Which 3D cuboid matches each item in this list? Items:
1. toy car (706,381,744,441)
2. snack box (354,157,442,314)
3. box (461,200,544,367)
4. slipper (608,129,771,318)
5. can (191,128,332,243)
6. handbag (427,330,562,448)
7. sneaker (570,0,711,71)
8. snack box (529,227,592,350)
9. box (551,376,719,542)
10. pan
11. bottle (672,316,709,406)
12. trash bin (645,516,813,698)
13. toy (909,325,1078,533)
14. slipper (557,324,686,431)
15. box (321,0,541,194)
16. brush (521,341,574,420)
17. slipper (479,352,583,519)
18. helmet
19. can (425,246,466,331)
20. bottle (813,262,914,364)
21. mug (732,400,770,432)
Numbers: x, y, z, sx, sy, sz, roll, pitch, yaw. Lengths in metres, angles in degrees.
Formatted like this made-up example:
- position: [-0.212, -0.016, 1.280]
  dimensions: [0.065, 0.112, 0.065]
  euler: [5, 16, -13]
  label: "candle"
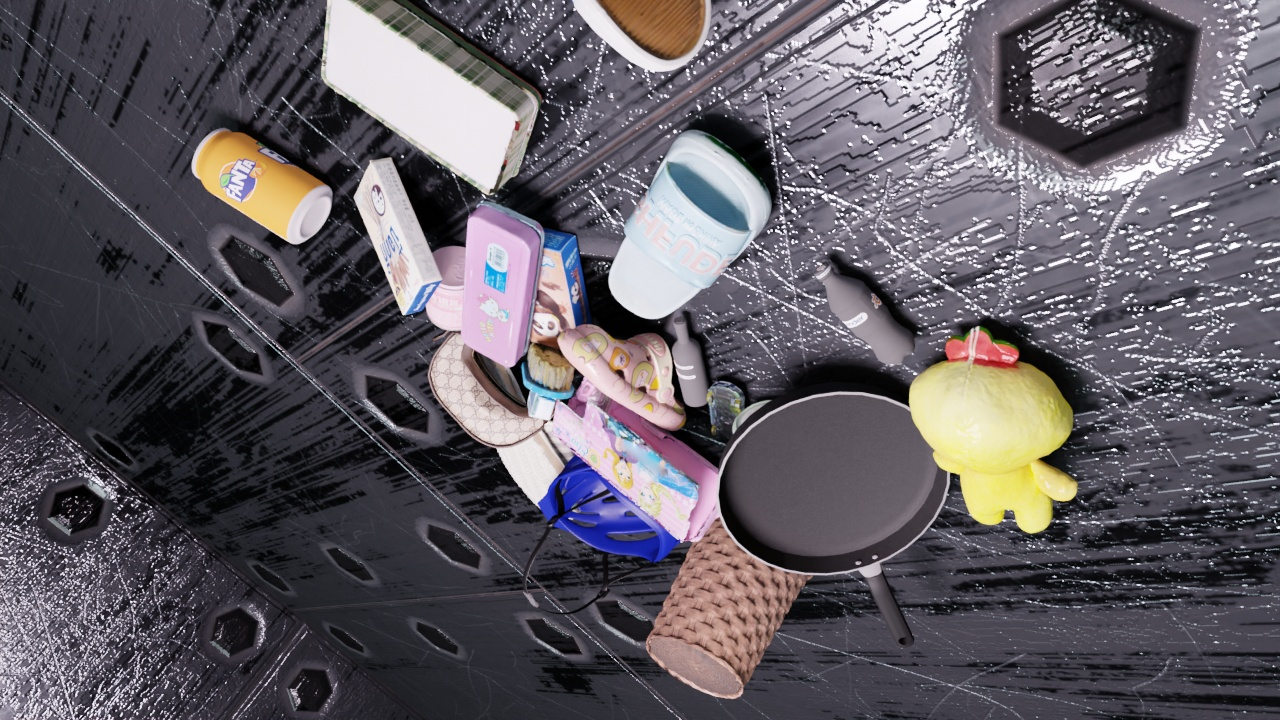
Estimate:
- position: [0.095, 0.054, 0.988]
  dimensions: [0.039, 0.027, 0.090]
  euler: [16, 139, 26]
  label: "toy car"
- position: [-0.263, -0.133, 0.990]
  dimensions: [0.082, 0.026, 0.150]
  euler: [-36, 76, 53]
  label: "snack box"
- position: [-0.146, -0.075, 0.958]
  dimensions: [0.076, 0.036, 0.215]
  euler: [28, 143, 8]
  label: "box"
- position: [0.031, -0.101, 0.819]
  dimensions: [0.104, 0.074, 0.246]
  euler: [35, 146, -3]
  label: "slipper"
- position: [-0.434, -0.201, 1.058]
  dimensions: [0.142, 0.078, 0.079]
  euler: [32, 144, 2]
  label: "can"
- position: [-0.172, 0.018, 1.100]
  dimensions: [0.138, 0.063, 0.166]
  euler: [-39, 97, 13]
  label: "handbag"
- position: [-0.074, -0.316, 0.646]
  dimensions: [0.294, 0.120, 0.127]
  euler: [47, 165, -13]
  label: "sneaker"
- position: [-0.102, -0.076, 0.985]
  dimensions: [0.087, 0.034, 0.151]
  euler: [17, 140, 23]
  label: "snack box"
- position: [-0.012, 0.102, 1.006]
  dimensions: [0.230, 0.084, 0.077]
  euler: [35, -177, 33]
  label: "box"
- position: [0.215, 0.170, 0.933]
  dimensions: [0.226, 0.034, 0.356]
  euler: [-23, 119, 13]
  label: "pan"
- position: [0.050, -0.001, 0.957]
  dimensions: [0.030, 0.030, 0.113]
  euler: [12, 139, 27]
  label: "bottle"
- position: [0.110, 0.277, 1.082]
  dimensions: [0.151, 0.209, 0.151]
  euler: [21, 143, 17]
  label: "trash bin"
- position: [0.303, 0.070, 0.794]
  dimensions: [0.134, 0.092, 0.208]
  euler: [2, 137, 40]
  label: "toy"
- position: [-0.006, 0.006, 0.973]
  dimensions: [0.093, 0.081, 0.197]
  euler: [38, 180, 42]
  label: "slipper"
- position: [-0.193, -0.252, 0.841]
  dimensions: [0.205, 0.050, 0.118]
  euler: [33, 142, 1]
  label: "box"
- position: [-0.103, 0.028, 1.012]
  dimensions: [0.055, 0.075, 0.136]
  euler: [13, -172, -10]
  label: "brush"
- position: [-0.150, 0.092, 1.202]
  dimensions: [0.115, 0.053, 0.273]
  euler: [-8, 118, 41]
  label: "slipper"
- position: [-0.035, 0.198, 1.087]
  dimensions: [0.242, 0.227, 0.148]
  euler: [-8, 124, 36]
  label: "helmet"
- position: [-0.209, -0.081, 1.033]
  dimensions: [0.067, 0.067, 0.076]
  euler: [27, 145, 9]
  label: "can"
- position: [0.192, -0.042, 0.794]
  dimensions: [0.110, 0.036, 0.036]
  euler: [43, 143, -13]
  label: "bottle"
- position: [0.157, 0.094, 0.956]
  dimensions: [0.111, 0.084, 0.104]
  euler: [-17, 120, 14]
  label: "mug"
